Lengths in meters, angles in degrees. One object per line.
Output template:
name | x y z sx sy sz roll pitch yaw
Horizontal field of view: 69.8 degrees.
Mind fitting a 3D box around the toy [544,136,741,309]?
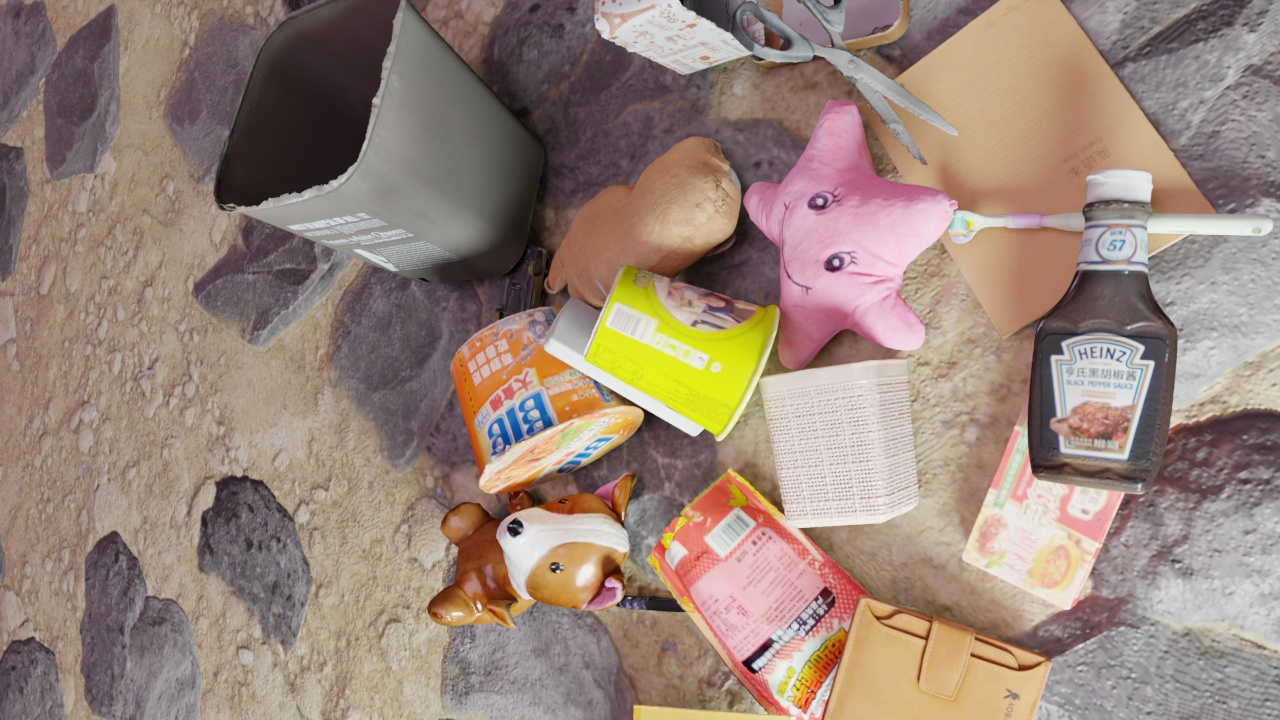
toy | -0.015 -0.101 0.780 0.227 0.082 0.143 -26 32 32

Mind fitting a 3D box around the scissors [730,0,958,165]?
scissors | 0.139 -0.206 0.636 0.165 0.014 0.163 -1 79 -6

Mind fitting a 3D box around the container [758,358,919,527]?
container | 0.148 0.060 0.666 0.090 0.090 0.111 -11 85 33

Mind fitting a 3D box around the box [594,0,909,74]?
box | 0.078 -0.330 0.688 0.206 0.157 0.180 -1 87 34

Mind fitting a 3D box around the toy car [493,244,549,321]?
toy car | -0.111 -0.065 0.877 0.042 0.035 0.090 13 94 35

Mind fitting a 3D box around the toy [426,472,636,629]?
toy | -0.094 0.169 0.811 0.200 0.130 0.140 -12 58 26

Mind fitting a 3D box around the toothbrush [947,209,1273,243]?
toothbrush | 0.299 -0.088 0.600 0.190 0.029 0.020 5 50 31

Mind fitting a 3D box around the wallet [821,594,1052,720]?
wallet | 0.202 0.230 0.635 0.132 0.031 0.108 17 97 14

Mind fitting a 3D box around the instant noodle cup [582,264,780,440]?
instant noodle cup | 0.025 -0.014 0.694 0.123 0.111 0.112 23 103 -3

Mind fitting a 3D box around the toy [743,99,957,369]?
toy | 0.152 -0.096 0.673 0.179 0.074 0.194 -17 80 48

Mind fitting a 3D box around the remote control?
remote control | -0.004 0.004 0.745 0.150 0.058 0.021 30 135 -8

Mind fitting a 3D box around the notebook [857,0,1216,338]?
notebook | 0.266 -0.143 0.641 0.150 0.012 0.211 -35 70 28

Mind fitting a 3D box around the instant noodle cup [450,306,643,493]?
instant noodle cup | -0.088 0.031 0.786 0.152 0.151 0.111 -36 69 27

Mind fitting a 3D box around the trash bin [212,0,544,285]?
trash bin | -0.220 -0.180 0.827 0.199 0.219 0.198 -1 70 34

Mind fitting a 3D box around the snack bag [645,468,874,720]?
snack bag | 0.105 0.191 0.705 0.208 0.073 0.129 44 101 20

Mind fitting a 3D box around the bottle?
bottle | 0.288 -0.019 0.568 0.080 0.044 0.195 6 91 32

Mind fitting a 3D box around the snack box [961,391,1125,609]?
snack box | 0.280 0.080 0.612 0.075 0.025 0.153 25 101 33

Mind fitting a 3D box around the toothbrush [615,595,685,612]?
toothbrush | 0.002 0.212 0.800 0.189 0.016 0.014 -5 92 32

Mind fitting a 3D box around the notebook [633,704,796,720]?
notebook | 0.053 0.368 0.681 0.146 0.010 0.206 -11 71 35
